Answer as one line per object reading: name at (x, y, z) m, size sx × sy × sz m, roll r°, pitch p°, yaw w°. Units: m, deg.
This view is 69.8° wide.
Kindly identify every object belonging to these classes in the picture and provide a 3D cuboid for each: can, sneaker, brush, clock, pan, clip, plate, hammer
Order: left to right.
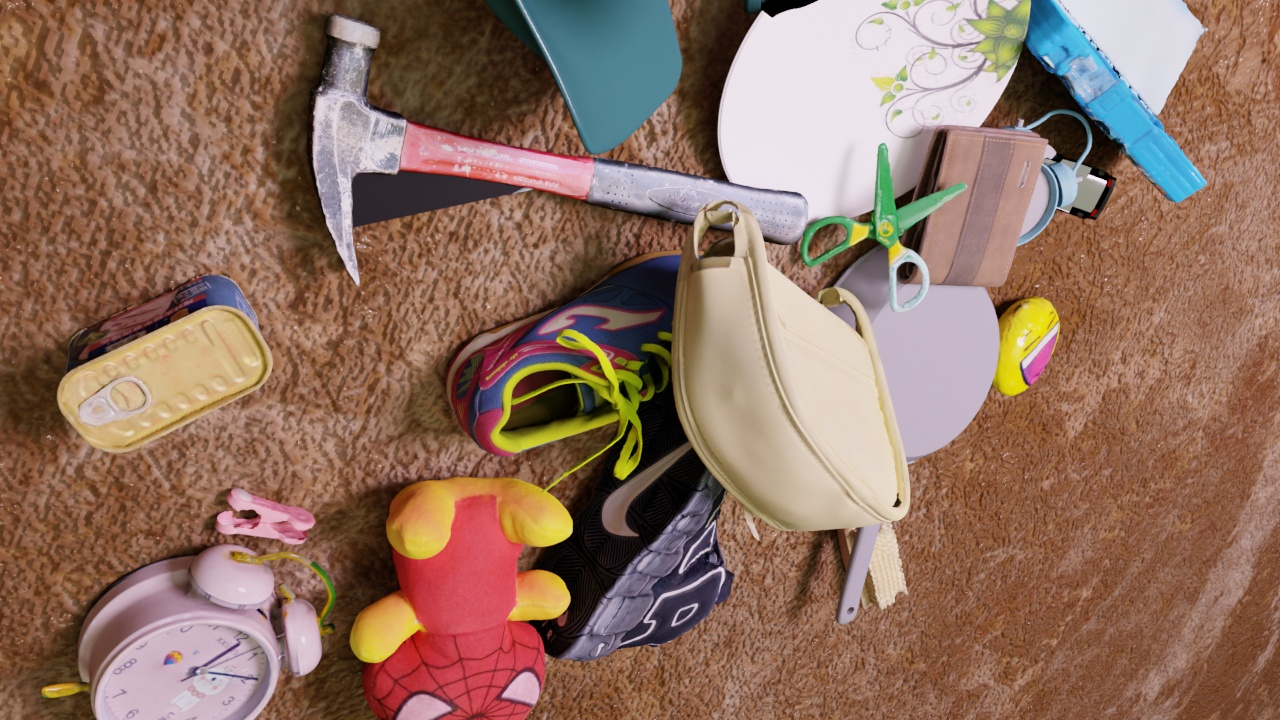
can at (-0.253, -0.001, 0.491) m, size 0.099 × 0.059 × 0.054 m, roll -29°, pitch 125°, yaw -14°
clock at (-0.268, 0.176, 0.576) m, size 0.157 × 0.059 × 0.117 m, roll -34°, pitch 127°, yaw -11°
clip at (-0.239, 0.104, 0.578) m, size 0.044 × 0.023 × 0.060 m, roll -42°, pitch 126°, yaw 1°
hammer at (-0.036, -0.102, 0.566) m, size 0.325 × 0.036 × 0.141 m, roll 5°, pitch 111°, yaw -28°
sneaker at (-0.004, 0.003, 0.613) m, size 0.241 × 0.091 × 0.116 m, roll -23°, pitch 121°, yaw -18°
sneaker at (0.036, 0.130, 0.706) m, size 0.150 × 0.097 × 0.253 m, roll 26°, pitch 101°, yaw -42°
plate at (0.151, -0.193, 0.618) m, size 0.229 × 0.030 × 0.230 m, roll -16°, pitch 141°, yaw -14°
brush at (0.222, 0.187, 0.869) m, size 0.049 × 0.039 × 0.117 m, roll -28°, pitch 121°, yaw -15°
pan at (0.214, 0.074, 0.779) m, size 0.200 × 0.051 × 0.357 m, roll -1°, pitch 105°, yaw -28°
clock at (0.302, -0.142, 0.722) m, size 0.087 × 0.042 × 0.123 m, roll 35°, pitch 111°, yaw -19°

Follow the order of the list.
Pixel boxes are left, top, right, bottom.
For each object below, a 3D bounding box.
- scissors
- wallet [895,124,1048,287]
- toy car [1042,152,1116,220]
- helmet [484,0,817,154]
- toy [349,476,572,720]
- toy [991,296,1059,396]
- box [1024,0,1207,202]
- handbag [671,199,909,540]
scissors at (0.180, -0.090, 0.667) m, size 0.126 × 0.011 × 0.130 m, roll -27°, pitch 102°, yaw 23°
wallet at (0.248, -0.113, 0.688) m, size 0.098 × 0.027 × 0.121 m, roll -1°, pitch 114°, yaw -23°
toy car at (0.350, -0.149, 0.767) m, size 0.091 × 0.036 × 0.042 m, roll 16°, pitch 110°, yaw -10°
helmet at (-0.015, -0.245, 0.409) m, size 0.175 × 0.201 × 0.275 m, roll -50°, pitch 120°, yaw -46°
toy at (-0.125, 0.180, 0.635) m, size 0.147 × 0.098 × 0.217 m, roll 4°, pitch 112°, yaw -20°
toy at (0.346, -0.013, 0.832) m, size 0.095 × 0.041 × 0.094 m, roll -39°, pitch 131°, yaw -24°
box at (0.364, -0.244, 0.720) m, size 0.243 × 0.070 × 0.170 m, roll 24°, pitch 69°, yaw -36°
handbag at (0.097, 0.018, 0.612) m, size 0.232 × 0.089 × 0.190 m, roll 26°, pitch 56°, yaw -53°
